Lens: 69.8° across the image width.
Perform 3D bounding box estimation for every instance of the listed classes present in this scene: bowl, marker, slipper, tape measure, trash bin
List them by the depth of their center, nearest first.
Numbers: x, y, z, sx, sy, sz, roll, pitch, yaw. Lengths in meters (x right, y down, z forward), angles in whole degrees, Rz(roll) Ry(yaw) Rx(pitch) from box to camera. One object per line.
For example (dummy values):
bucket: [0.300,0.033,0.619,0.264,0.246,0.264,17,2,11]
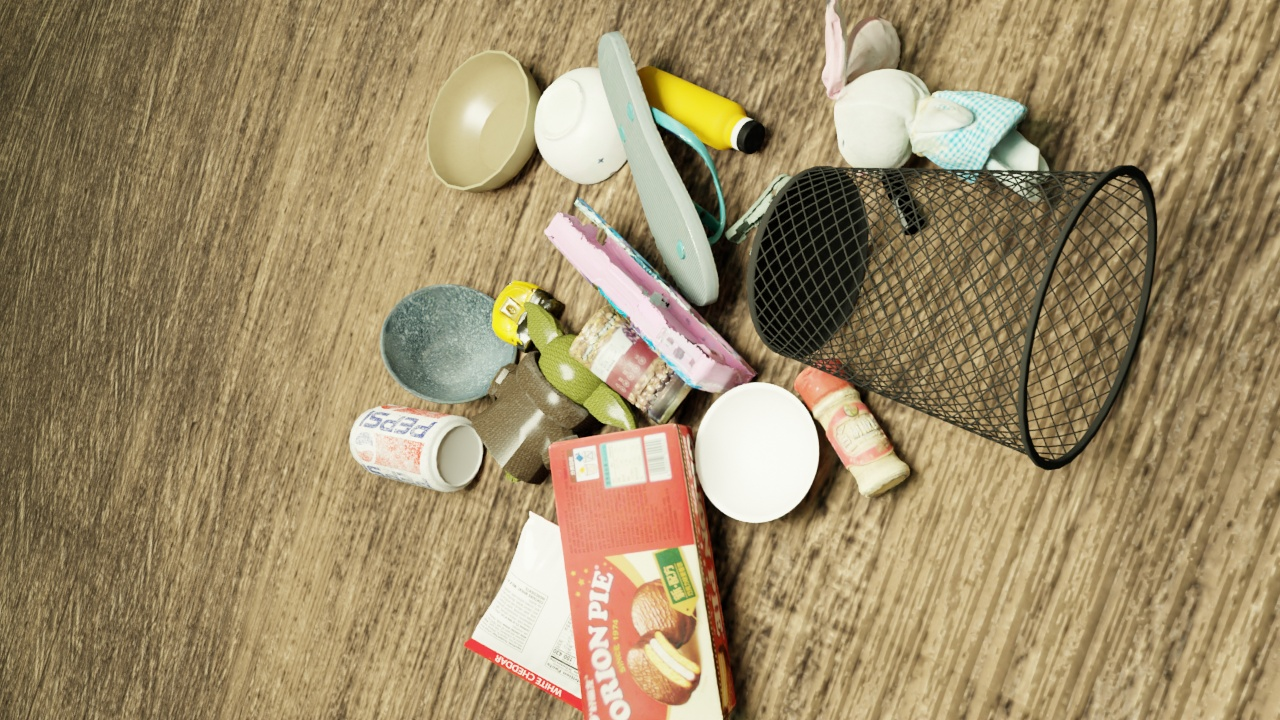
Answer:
trash bin: [0.198,-0.048,0.617,0.210,0.183,0.184,19,93,43]
marker: [0.192,-0.163,0.735,0.016,0.016,0.140,-29,65,28]
bowl: [0.102,0.075,0.741,0.110,0.040,0.110,-8,77,35]
slipper: [0.026,-0.171,0.822,0.098,0.054,0.268,121,129,-69]
bowl: [-0.061,-0.237,0.904,0.114,0.063,0.113,-8,77,36]
tape measure: [-0.120,-0.047,0.923,0.064,0.037,0.065,35,96,25]
bowl: [-0.199,-0.007,0.954,0.057,0.137,0.137,116,140,-61]
bowl: [-0.159,-0.250,0.985,0.153,0.050,0.152,-8,77,35]

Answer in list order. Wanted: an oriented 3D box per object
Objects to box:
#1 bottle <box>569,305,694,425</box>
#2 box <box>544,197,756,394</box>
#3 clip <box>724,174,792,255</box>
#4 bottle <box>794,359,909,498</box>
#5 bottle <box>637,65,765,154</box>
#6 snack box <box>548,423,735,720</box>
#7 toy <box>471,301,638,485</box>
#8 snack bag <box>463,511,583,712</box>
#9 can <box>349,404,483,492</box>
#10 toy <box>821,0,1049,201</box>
bottle: [-0.005,0.005,0.797,0.105,0.056,0.056,38,106,6]
box: [0.011,-0.060,0.805,0.230,0.084,0.053,47,110,33]
clip: [0.109,-0.126,0.786,0.059,0.023,0.076,41,108,32]
bottle: [0.161,0.051,0.702,0.044,0.044,0.109,-40,62,24]
bottle: [0.051,-0.225,0.832,0.144,0.043,0.043,36,103,35]
snack box: [0.001,0.176,0.751,0.113,0.060,0.236,-11,80,15]
toy: [-0.088,0.044,0.863,0.153,0.078,0.179,-48,61,11]
snack bag: [-0.073,0.228,0.821,0.131,0.039,0.144,27,99,6]
can: [-0.236,0.090,0.962,0.136,0.078,0.078,6,85,37]
toy: [0.209,-0.174,0.686,0.205,0.130,0.106,43,121,20]
